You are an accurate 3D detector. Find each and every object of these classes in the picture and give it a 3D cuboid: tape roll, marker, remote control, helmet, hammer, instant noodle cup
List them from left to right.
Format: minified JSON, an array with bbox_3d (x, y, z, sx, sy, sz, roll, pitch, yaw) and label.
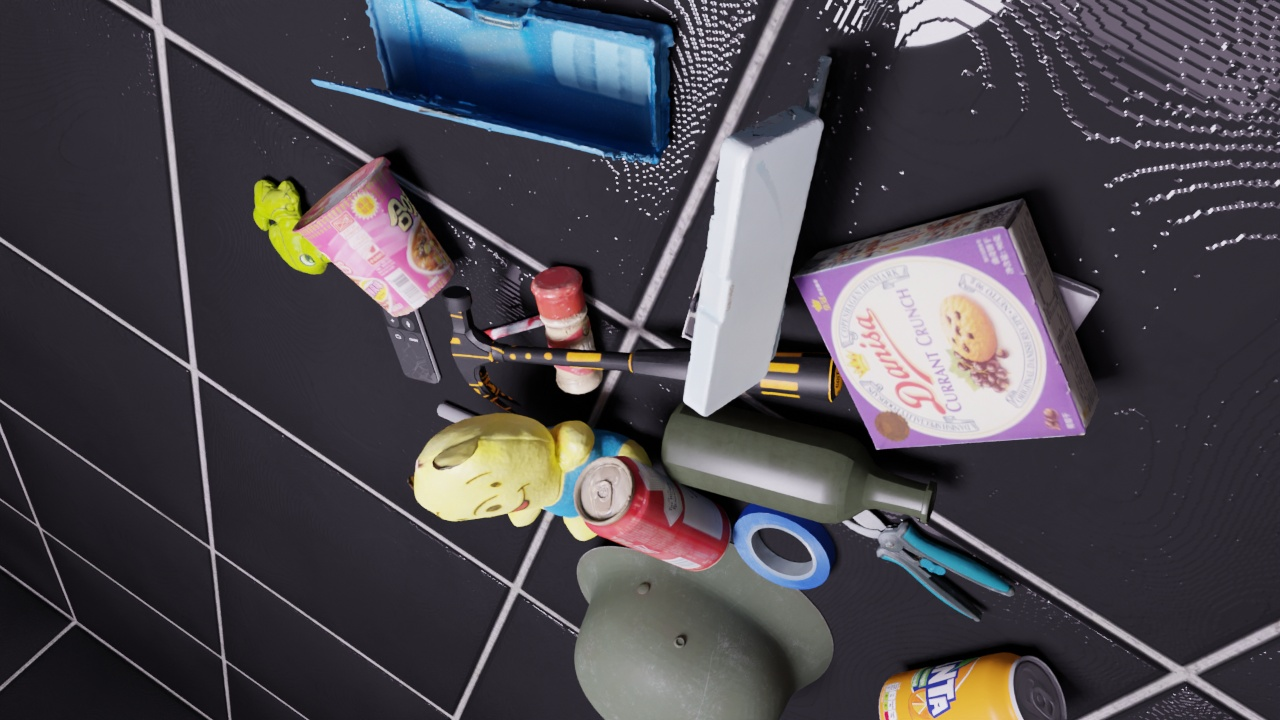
[{"bbox_3d":[-0.218,-0.099,0.775,0.098,0.097,0.108,-13,125,41],"label":"instant noodle cup"},{"bbox_3d":[-0.231,-0.039,0.891,0.045,0.008,0.147,12,132,26],"label":"remote control"},{"bbox_3d":[-0.144,0.074,0.925,0.140,0.016,0.016,21,135,18],"label":"marker"},{"bbox_3d":[-0.123,-0.026,0.826,0.142,0.012,0.013,-13,118,41],"label":"marker"},{"bbox_3d":[-0.004,0.004,0.716,0.321,0.036,0.123,5,131,19],"label":"hammer"},{"bbox_3d":[0.034,0.295,0.895,0.268,0.153,0.228,26,137,13],"label":"helmet"},{"bbox_3d":[0.128,0.165,0.819,0.093,0.016,0.092,34,138,4],"label":"tape roll"},{"bbox_3d":[0.249,-0.001,0.594,0.033,0.012,0.131,25,136,14],"label":"remote control"}]

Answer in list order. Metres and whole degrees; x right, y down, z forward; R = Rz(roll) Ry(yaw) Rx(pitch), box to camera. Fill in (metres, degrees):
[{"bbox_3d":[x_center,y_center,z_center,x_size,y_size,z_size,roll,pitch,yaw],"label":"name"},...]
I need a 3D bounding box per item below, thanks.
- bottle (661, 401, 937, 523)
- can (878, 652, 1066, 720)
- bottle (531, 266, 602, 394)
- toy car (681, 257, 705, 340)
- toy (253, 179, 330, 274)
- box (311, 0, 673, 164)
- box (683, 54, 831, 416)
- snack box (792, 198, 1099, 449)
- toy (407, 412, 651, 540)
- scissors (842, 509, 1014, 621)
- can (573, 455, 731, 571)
[{"bbox_3d":[0.121,0.084,0.712,0.207,0.071,0.071,13,132,25],"label":"bottle"},{"bbox_3d":[0.280,0.299,0.786,0.079,0.078,0.143,45,137,-8],"label":"can"},{"bbox_3d":[-0.060,-0.024,0.763,0.044,0.044,0.109,11,132,27],"label":"bottle"},{"bbox_3d":[0.064,-0.063,0.642,0.039,0.039,0.113,22,109,17],"label":"toy car"},{"bbox_3d":[-0.326,-0.124,0.863,0.094,0.036,0.094,11,125,27],"label":"toy"},{"bbox_3d":[-0.102,-0.183,0.608,0.232,0.101,0.094,19,136,20],"label":"box"},{"bbox_3d":[0.078,-0.069,0.559,0.049,0.136,0.198,24,136,18],"label":"box"},{"bbox_3d":[0.192,-0.016,0.586,0.148,0.040,0.143,-11,115,45],"label":"snack box"},{"bbox_3d":[-0.101,0.096,0.807,0.213,0.084,0.149,9,140,-34],"label":"toy"},{"bbox_3d":[0.232,0.162,0.745,0.153,0.019,0.128,-3,123,38],"label":"scissors"},{"bbox_3d":[0.014,0.131,0.777,0.067,0.067,0.170,0,159,34],"label":"can"}]
